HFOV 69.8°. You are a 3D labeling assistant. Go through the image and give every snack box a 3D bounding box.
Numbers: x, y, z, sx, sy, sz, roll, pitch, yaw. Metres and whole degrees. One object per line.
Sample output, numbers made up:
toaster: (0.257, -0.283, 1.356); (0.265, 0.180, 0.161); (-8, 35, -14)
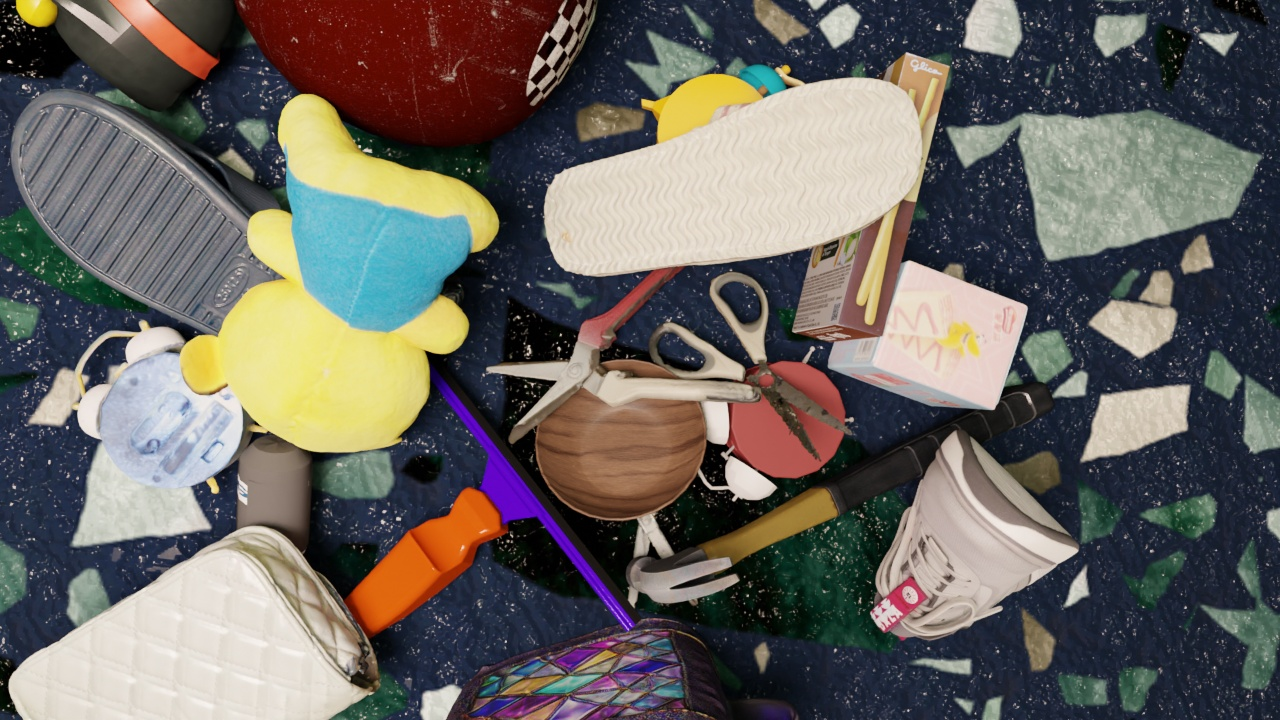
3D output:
snack box: (0.160, -0.108, 0.652); (0.031, 0.101, 0.186); (15, 87, -7)
snack box: (0.203, -0.016, 0.660); (0.094, 0.093, 0.079); (20, 86, -6)

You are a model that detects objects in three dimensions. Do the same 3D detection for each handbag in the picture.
handbag: (-0.280, 0.199, 0.587); (0.195, 0.072, 0.139); (-30, 100, 8)
handbag: (-0.006, 0.257, 0.578); (0.222, 0.205, 0.125); (-12, 91, -1)

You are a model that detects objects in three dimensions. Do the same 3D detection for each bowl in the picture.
bowl: (-0.012, 0.059, 0.648); (0.119, 0.032, 0.119); (-3, 64, 6)

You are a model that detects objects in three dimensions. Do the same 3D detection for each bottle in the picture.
bottle: (-0.247, 0.105, 0.618); (0.047, 0.047, 0.112); (8, 111, -7)

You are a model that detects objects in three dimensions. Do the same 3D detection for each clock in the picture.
clock: (0.068, -0.165, 0.672); (0.129, 0.043, 0.099); (-5, 90, 0)
clock: (0.093, 0.047, 0.670); (0.124, 0.044, 0.087); (-30, 93, -7)
clock: (-0.318, 0.030, 0.613); (0.125, 0.052, 0.089); (39, 85, -5)

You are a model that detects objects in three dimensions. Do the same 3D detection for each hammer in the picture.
hammer: (0.152, 0.088, 0.645); (0.332, 0.118, 0.025); (-23, 89, -16)

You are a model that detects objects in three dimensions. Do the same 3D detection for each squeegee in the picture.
squeegee: (-0.147, 0.138, 0.632); (0.184, 0.055, 0.249); (-39, 76, -5)

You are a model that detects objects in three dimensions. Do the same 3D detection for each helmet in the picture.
helmet: (-0.123, -0.250, 0.573); (0.233, 0.253, 0.234); (20, 95, 3)

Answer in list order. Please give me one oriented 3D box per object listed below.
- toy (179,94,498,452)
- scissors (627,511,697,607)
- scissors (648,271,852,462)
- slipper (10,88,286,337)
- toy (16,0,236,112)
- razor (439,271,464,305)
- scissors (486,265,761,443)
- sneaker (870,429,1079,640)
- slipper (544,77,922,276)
toy: (-0.182, -0.030, 0.555); (0.149, 0.083, 0.214); (26, 112, -13)
scissors: (0.013, 0.102, 0.674); (0.141, 0.014, 0.164); (39, 84, -3)
scissors: (0.081, -0.002, 0.645); (0.164, 0.012, 0.153); (7, 65, 23)
slipper: (-0.277, -0.073, 0.611); (0.263, 0.082, 0.101); (40, 104, -23)
toy: (-0.313, -0.230, 0.594); (0.119, 0.097, 0.099); (-41, 107, 2)
razor: (-0.183, -0.079, 0.625); (0.140, 0.064, 0.053); (45, 83, -6)
scissors: (-0.003, 0.000, 0.647); (0.179, 0.015, 0.199); (32, 74, 22)
sneaker: (0.201, 0.129, 0.597); (0.129, 0.263, 0.096); (-42, 62, 2)
slipper: (0.058, -0.120, 0.627); (0.263, 0.052, 0.115); (-11, 88, 21)
